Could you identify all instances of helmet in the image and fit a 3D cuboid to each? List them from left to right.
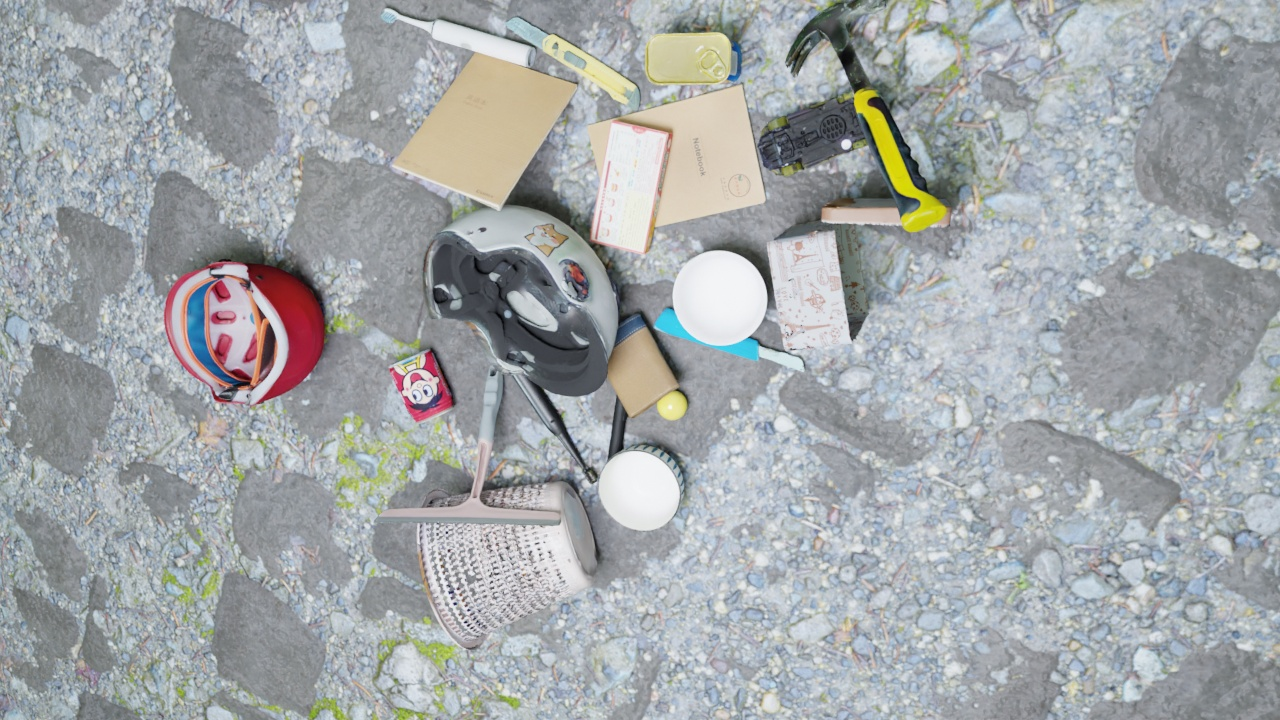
[{"bbox_3d":[-0.558,-0.047,1.332,0.240,0.143,0.207,12,107,28],"label":"helmet"},{"bbox_3d":[-0.134,-0.094,1.172,0.274,0.156,0.231,34,145,-8],"label":"helmet"}]

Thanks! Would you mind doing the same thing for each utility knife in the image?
[{"bbox_3d":[-0.084,-0.382,1.167,0.206,0.021,0.031,34,105,11],"label":"utility knife"},{"bbox_3d":[0.116,-0.024,1.193,0.204,0.018,0.034,20,120,11],"label":"utility knife"}]

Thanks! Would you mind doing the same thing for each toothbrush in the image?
[{"bbox_3d":[-0.240,-0.424,1.194,0.221,0.026,0.027,20,153,11],"label":"toothbrush"},{"bbox_3d":[-0.123,0.085,1.291,0.212,0.026,0.027,56,150,-3],"label":"toothbrush"}]

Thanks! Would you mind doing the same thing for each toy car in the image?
[{"bbox_3d":[0.216,-0.269,1.085,0.158,0.042,0.070,-16,99,21],"label":"toy car"}]

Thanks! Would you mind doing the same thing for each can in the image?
[{"bbox_3d":[-0.313,0.037,1.316,0.067,0.066,0.094,-20,98,21],"label":"can"},{"bbox_3d":[0.065,-0.355,1.087,0.102,0.083,0.057,4,105,16],"label":"can"}]

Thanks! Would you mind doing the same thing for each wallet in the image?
[{"bbox_3d":[-0.007,0.007,1.215,0.090,0.033,0.115,-37,74,26],"label":"wallet"}]

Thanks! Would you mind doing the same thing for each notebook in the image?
[{"bbox_3d":[-0.192,-0.292,1.146,0.149,0.012,0.211,22,65,11],"label":"notebook"},{"bbox_3d":[0.044,-0.250,1.162,0.208,0.008,0.148,-10,101,19],"label":"notebook"}]

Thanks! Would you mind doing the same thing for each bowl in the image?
[{"bbox_3d":[0.007,0.167,1.251,0.116,0.066,0.116,4,104,17],"label":"bowl"},{"bbox_3d":[0.106,-0.083,1.156,0.118,0.064,0.118,5,105,17],"label":"bowl"}]

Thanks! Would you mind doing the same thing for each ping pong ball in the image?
[{"bbox_3d":[0.042,0.060,1.226,0.040,0.040,0.040,4,105,16],"label":"ping pong ball"}]

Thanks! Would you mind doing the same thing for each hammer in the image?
[{"bbox_3d":[0.245,-0.267,0.981,0.126,0.032,0.322,-25,56,20],"label":"hammer"}]

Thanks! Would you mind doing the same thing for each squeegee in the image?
[{"bbox_3d":[-0.214,0.115,1.254,0.248,0.249,0.040,0,149,8],"label":"squeegee"}]

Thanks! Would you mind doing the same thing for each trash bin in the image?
[{"bbox_3d":[-0.173,0.262,1.268,0.192,0.227,0.227,-18,98,7],"label":"trash bin"}]

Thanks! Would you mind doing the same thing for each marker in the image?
[{"bbox_3d":[-0.032,0.111,1.273,0.022,0.020,0.132,19,109,33],"label":"marker"}]

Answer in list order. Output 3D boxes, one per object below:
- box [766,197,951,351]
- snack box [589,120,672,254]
[{"bbox_3d":[0.261,-0.113,1.042,0.194,0.182,0.157,-6,103,21],"label":"box"},{"bbox_3d":[-0.013,-0.219,1.168,0.077,0.027,0.156,16,108,13],"label":"snack box"}]
